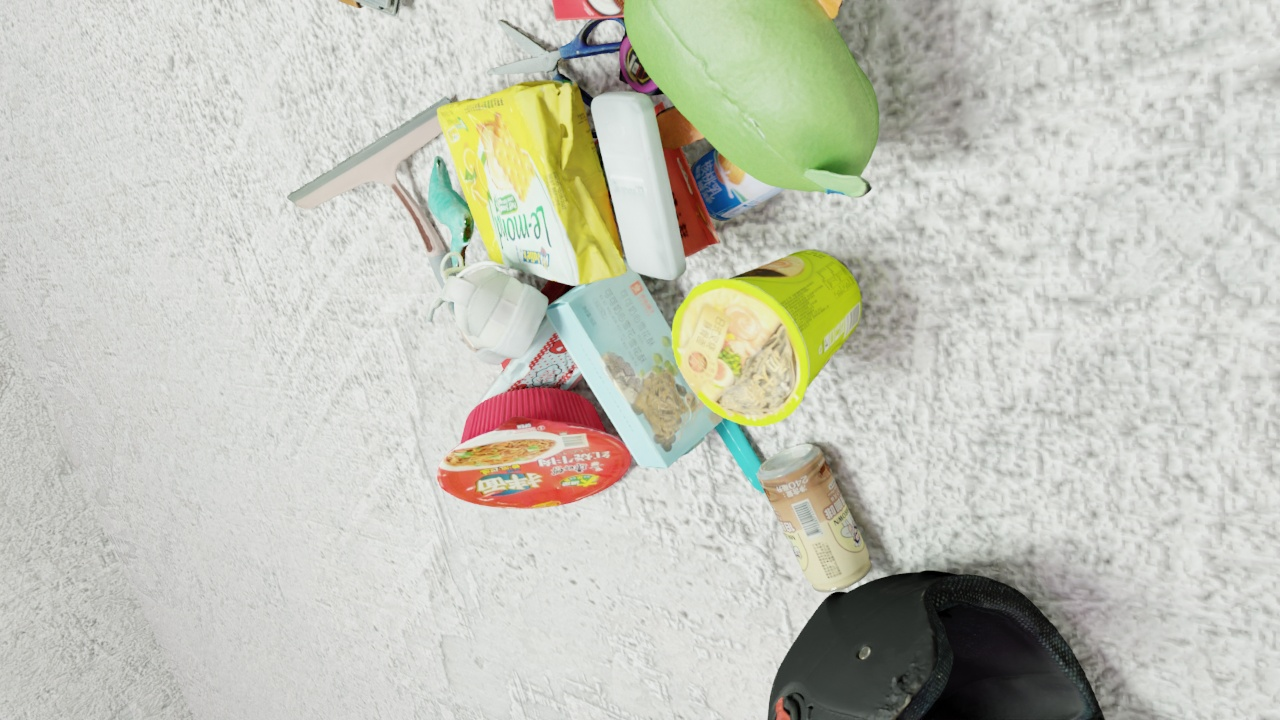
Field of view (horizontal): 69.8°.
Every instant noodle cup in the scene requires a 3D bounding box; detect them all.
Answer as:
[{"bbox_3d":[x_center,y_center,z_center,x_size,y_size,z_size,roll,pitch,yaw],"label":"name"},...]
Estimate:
[{"bbox_3d":[-0.107,0.084,0.922,0.194,0.193,0.065,-44,45,46],"label":"instant noodle cup"},{"bbox_3d":[0.103,-0.027,0.684,0.112,0.123,0.112,20,124,31],"label":"instant noodle cup"}]

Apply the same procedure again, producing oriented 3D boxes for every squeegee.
[{"bbox_3d":[-0.227,-0.118,0.990,0.248,0.040,0.249,-20,105,29],"label":"squeegee"}]

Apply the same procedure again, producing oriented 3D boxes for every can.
[{"bbox_3d":[0.148,0.133,0.780,0.059,0.058,0.116,-20,99,46],"label":"can"},{"bbox_3d":[0.099,-0.151,0.667,0.135,0.053,0.053,-23,96,46],"label":"can"}]

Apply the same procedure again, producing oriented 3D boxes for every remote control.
[{"bbox_3d":[0.000,-0.123,0.654,0.056,0.020,0.136,20,132,48],"label":"remote control"}]

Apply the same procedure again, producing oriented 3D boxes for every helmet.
[{"bbox_3d":[0.203,0.287,0.675,0.233,0.274,0.230,38,165,-10],"label":"helmet"}]

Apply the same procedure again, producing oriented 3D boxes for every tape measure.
[{"bbox_3d":[0.013,-0.235,0.709,0.058,0.039,0.057,32,131,31],"label":"tape measure"}]

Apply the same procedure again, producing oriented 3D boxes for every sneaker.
[{"bbox_3d":[-0.153,-0.049,0.851,0.090,0.089,0.242,25,177,-14],"label":"sneaker"}]

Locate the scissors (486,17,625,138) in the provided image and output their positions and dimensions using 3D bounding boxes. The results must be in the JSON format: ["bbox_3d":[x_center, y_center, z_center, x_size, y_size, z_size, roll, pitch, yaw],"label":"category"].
[{"bbox_3d":[-0.067,-0.253,0.776,0.164,0.012,0.162,-37,72,36],"label":"scissors"}]

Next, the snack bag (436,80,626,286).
[{"bbox_3d":[-0.091,-0.154,0.776,0.247,0.068,0.158,22,134,61],"label":"snack bag"}]

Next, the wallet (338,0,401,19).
[{"bbox_3d":[-0.270,-0.393,0.875,0.130,0.036,0.107,29,119,25],"label":"wallet"}]

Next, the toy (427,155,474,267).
[{"bbox_3d":[-0.186,-0.141,0.901,0.092,0.030,0.097,49,142,43],"label":"toy"}]

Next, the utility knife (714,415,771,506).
[{"bbox_3d":[0.084,0.070,0.835,0.187,0.013,0.029,58,140,2],"label":"utility knife"}]

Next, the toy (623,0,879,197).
[{"bbox_3d":[0.059,-0.199,0.570,0.246,0.089,0.228,51,150,-4],"label":"toy"}]

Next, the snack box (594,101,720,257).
[{"bbox_3d":[0.005,-0.131,0.726,0.113,0.044,0.127,66,170,-8],"label":"snack box"}]

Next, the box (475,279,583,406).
[{"bbox_3d":[-0.097,-0.009,0.892,0.095,0.098,0.202,50,136,7],"label":"box"}]

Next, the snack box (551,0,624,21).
[{"bbox_3d":[0.026,-0.280,0.658,0.208,0.058,0.057,13,124,36],"label":"snack box"}]

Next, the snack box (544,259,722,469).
[{"bbox_3d":[-0.005,0.005,0.800,0.052,0.074,0.175,-5,119,60],"label":"snack box"}]
